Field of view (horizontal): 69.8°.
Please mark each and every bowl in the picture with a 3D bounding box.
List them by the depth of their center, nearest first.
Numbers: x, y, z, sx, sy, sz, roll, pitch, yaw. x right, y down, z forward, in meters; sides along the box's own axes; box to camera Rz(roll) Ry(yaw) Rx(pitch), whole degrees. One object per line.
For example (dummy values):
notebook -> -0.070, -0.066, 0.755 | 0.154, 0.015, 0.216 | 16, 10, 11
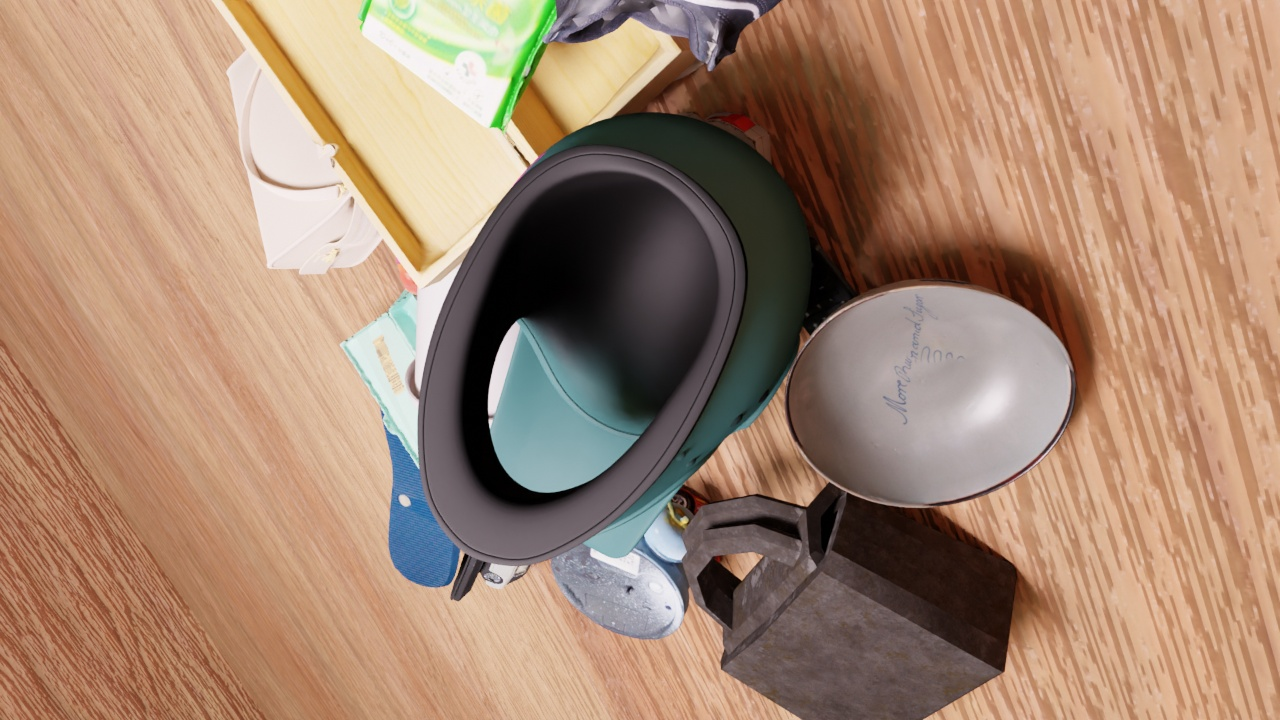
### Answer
bowl -> 0.156, 0.009, 0.513 | 0.151, 0.056, 0.151 | 4, 124, 6

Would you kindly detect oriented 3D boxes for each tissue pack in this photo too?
tissue pack -> -0.097, -0.194, 0.506 | 0.114, 0.034, 0.100 | 37, 121, 6

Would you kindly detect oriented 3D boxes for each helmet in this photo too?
helmet -> -0.014, -0.003, 0.524 | 0.176, 0.200, 0.275 | 30, 102, 10

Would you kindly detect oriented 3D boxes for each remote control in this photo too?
remote control -> 0.133, -0.013, 0.567 | 0.140, 0.021, 0.046 | 52, 143, -9

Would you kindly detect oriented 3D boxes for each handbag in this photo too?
handbag -> 0.122, 0.165, 0.651 | 0.199, 0.102, 0.198 | 29, 139, 2
handbag -> -0.232, -0.186, 0.698 | 0.198, 0.101, 0.194 | -24, 77, 46

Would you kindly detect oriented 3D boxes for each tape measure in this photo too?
tape measure -> 0.050, -0.120, 0.563 | 0.062, 0.020, 0.060 | 13, 128, 37

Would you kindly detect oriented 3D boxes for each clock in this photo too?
clock -> -0.009, 0.154, 0.735 | 0.118, 0.059, 0.162 | 19, 131, 15

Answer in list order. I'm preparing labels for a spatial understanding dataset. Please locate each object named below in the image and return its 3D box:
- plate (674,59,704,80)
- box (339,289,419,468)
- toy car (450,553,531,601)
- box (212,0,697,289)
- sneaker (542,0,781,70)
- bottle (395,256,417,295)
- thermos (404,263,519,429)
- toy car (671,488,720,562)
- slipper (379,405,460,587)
plate -> -0.009, -0.237, 0.531 | 0.157, 0.014, 0.157 | 25, 134, 29
box -> -0.191, 0.032, 0.861 | 0.139, 0.052, 0.187 | -29, 93, 41
toy car -> -0.139, 0.179, 0.947 | 0.071, 0.093, 0.192 | 18, 138, -7
box -> -0.126, -0.211, 0.557 | 0.254, 0.068, 0.247 | -34, 92, 27
sneaker -> -0.022, -0.229, 0.435 | 0.252, 0.097, 0.151 | 37, 100, 8
bottle -> -0.168, -0.116, 0.751 | 0.071, 0.048, 0.134 | 16, 129, 11
thermos -> -0.119, -0.058, 0.703 | 0.132, 0.131, 0.222 | 24, 127, 30
toy car -> -0.018, 0.129, 0.798 | 0.189, 0.056, 0.082 | 17, 132, 22
slipper -> -0.209, 0.099, 0.946 | 0.118, 0.060, 0.295 | 15, 112, 23
